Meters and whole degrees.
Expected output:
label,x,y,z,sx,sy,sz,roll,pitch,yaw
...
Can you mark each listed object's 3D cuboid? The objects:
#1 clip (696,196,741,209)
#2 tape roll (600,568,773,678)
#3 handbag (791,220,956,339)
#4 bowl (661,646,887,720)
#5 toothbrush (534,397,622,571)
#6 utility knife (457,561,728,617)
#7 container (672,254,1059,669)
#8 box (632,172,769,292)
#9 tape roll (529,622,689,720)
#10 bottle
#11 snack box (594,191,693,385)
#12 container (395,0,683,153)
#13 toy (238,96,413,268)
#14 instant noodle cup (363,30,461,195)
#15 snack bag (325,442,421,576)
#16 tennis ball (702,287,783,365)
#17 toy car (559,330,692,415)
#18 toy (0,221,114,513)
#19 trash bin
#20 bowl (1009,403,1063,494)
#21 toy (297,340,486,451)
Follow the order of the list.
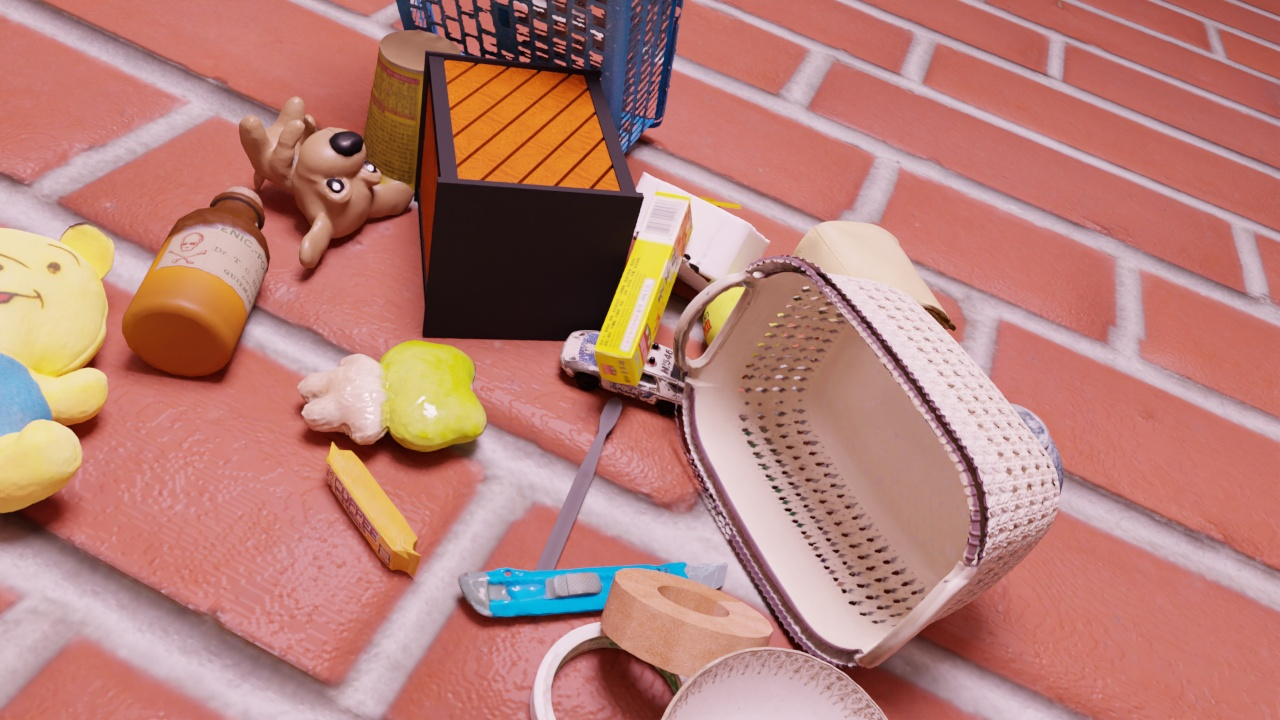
label,x,y,z,sx,sy,sz,roll,pitch,yaw
clip,0.065,-0.141,0.874,0.054,0.047,0.047,2,80,-15
tape roll,0.026,0.148,0.517,0.094,0.027,0.094,18,1,-1
handbag,0.199,-0.053,0.789,0.111,0.081,0.119,1,44,-28
bowl,0.061,0.221,0.455,0.145,0.063,0.145,9,62,-17
toothbrush,-0.041,0.085,0.612,0.013,0.013,0.166,21,44,2
utility knife,-0.023,0.136,0.559,0.174,0.015,0.031,1,63,-24
container,0.137,0.057,0.587,0.143,0.185,0.251,-1,47,-36
box,0.037,-0.088,0.770,0.107,0.095,0.102,27,7,17
tape roll,-0.013,0.190,0.509,0.094,0.018,0.093,10,43,-10
bottle,-0.298,-0.066,0.639,0.068,0.068,0.156,8,44,-10
snack box,0.005,-0.055,0.672,0.029,0.040,0.147,13,62,14
container,-0.098,-0.303,0.773,0.257,0.363,0.089,21,73,3
toy,-0.256,-0.147,0.721,0.108,0.106,0.133,36,41,3
instant noodle cup,-0.193,-0.220,0.798,0.100,0.113,0.100,9,43,-9
snack bag,-0.164,0.090,0.556,0.020,0.026,0.099,-25,59,-37
tennis ball,0.082,-0.029,0.730,0.065,0.065,0.065,9,44,-9
toy car,-0.004,0.004,0.686,0.113,0.041,0.048,17,42,-1
toy,-0.392,-0.001,0.530,0.148,0.084,0.213,12,40,-34
trash bin,-0.097,-0.126,0.714,0.139,0.140,0.171,1,46,-18
bowl,0.274,0.069,0.700,0.114,0.061,0.114,9,44,-9
toy,-0.165,0.025,0.610,0.117,0.043,0.092,-5,50,-19
